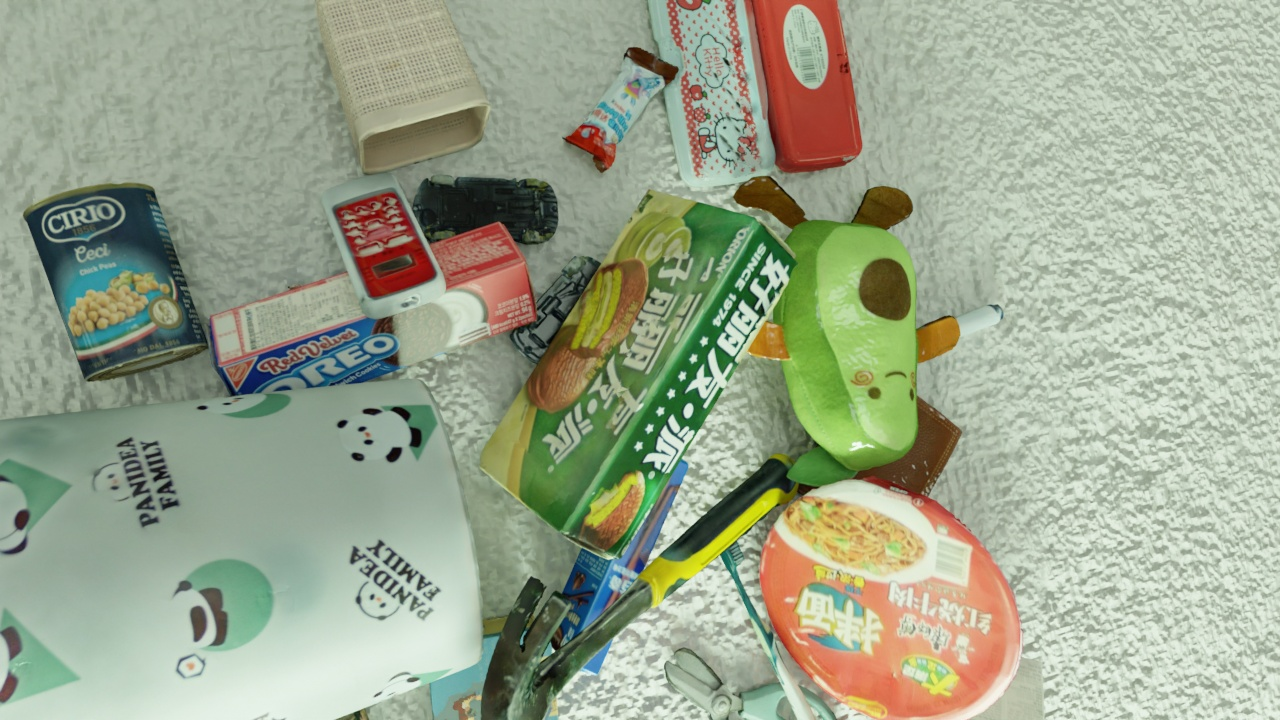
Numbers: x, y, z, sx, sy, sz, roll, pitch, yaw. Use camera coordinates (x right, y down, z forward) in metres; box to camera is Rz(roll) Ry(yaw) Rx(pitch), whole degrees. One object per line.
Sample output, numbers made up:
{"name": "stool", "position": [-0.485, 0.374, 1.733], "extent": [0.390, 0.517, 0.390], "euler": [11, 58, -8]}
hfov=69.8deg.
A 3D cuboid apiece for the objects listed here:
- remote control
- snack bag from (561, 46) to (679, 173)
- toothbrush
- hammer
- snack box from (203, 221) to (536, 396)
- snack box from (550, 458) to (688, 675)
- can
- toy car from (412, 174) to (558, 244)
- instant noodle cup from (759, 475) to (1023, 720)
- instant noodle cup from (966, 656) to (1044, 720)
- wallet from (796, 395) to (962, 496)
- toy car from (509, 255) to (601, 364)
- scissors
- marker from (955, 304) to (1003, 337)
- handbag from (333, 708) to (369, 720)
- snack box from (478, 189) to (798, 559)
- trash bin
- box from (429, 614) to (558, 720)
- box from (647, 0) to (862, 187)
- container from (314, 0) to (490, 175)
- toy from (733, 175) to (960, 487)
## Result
{"name": "remote control", "position": [-0.174, -0.081, 0.614], "extent": [0.055, 0.020, 0.136], "euler": [-21, 50, -13]}
{"name": "snack bag", "position": [-0.016, -0.193, 0.703], "extent": [0.045, 0.026, 0.105], "euler": [31, 79, 12]}
{"name": "toothbrush", "position": [0.103, 0.220, 0.710], "extent": [0.018, 0.016, 0.191], "euler": [-24, 85, -27]}
{"name": "hammer", "position": [0.017, 0.142, 0.608], "extent": [0.322, 0.032, 0.126], "euler": [-30, 130, -45]}
{"name": "snack box", "position": [-0.178, -0.029, 0.620], "extent": [0.207, 0.058, 0.057], "euler": [-20, 137, -14]}
{"name": "snack box", "position": [-0.019, 0.137, 0.655], "extent": [0.026, 0.085, 0.157], "euler": [27, 81, -13]}
{"name": "can", "position": [-0.330, -0.048, 0.583], "extent": [0.075, 0.075, 0.111], "euler": [-19, 93, -16]}
{"name": "toy car", "position": [-0.113, -0.108, 0.669], "extent": [0.105, 0.031, 0.049], "euler": [-1, 84, -17]}
{"name": "instant noodle cup", "position": [0.189, 0.170, 0.682], "extent": [0.065, 0.194, 0.194], "euler": [-26, 95, -51]}
{"name": "instant noodle cup", "position": [0.256, 0.289, 0.717], "extent": [0.116, 0.117, 0.124], "euler": [18, 71, -15]}
{"name": "wallet", "position": [0.192, 0.077, 0.748], "extent": [0.101, 0.032, 0.124], "euler": [35, 78, -8]}
{"name": "toy car", "position": [-0.058, -0.037, 0.680], "extent": [0.043, 0.034, 0.090], "euler": [41, 79, -7]}
{"name": "scissors", "position": [0.089, 0.274, 0.714], "extent": [0.139, 0.019, 0.180], "euler": [-37, 96, -14]}
{"name": "marker", "position": [0.250, -0.023, 0.774], "extent": [0.130, 0.018, 0.022], "euler": [-20, 83, -15]}
{"name": "handbag", "position": [-0.217, 0.318, 0.582], "extent": [0.147, 0.100, 0.204], "euler": [-24, 97, -12]}
{"name": "snack box", "position": [-0.004, 0.004, 0.630], "extent": [0.063, 0.114, 0.240], "euler": [36, 84, -42]}
{"name": "trash bin", "position": [-0.237, 0.122, 0.531], "extent": [0.251, 0.230, 0.229], "euler": [-10, 90, -22]}
{"name": "box", "position": [-0.100, 0.274, 0.639], "extent": [0.089, 0.060, 0.184], "euler": [-8, 87, -15]}
{"name": "box", "position": [0.090, -0.246, 0.731], "extent": [0.157, 0.038, 0.201], "euler": [-11, 91, -16]}
{"name": "container", "position": [-0.167, -0.202, 0.631], "extent": [0.090, 0.090, 0.111], "euler": [-20, 90, -16]}
{"name": "toy", "position": [0.158, -0.030, 0.699], "extent": [0.226, 0.090, 0.246], "euler": [0, 75, -23]}
